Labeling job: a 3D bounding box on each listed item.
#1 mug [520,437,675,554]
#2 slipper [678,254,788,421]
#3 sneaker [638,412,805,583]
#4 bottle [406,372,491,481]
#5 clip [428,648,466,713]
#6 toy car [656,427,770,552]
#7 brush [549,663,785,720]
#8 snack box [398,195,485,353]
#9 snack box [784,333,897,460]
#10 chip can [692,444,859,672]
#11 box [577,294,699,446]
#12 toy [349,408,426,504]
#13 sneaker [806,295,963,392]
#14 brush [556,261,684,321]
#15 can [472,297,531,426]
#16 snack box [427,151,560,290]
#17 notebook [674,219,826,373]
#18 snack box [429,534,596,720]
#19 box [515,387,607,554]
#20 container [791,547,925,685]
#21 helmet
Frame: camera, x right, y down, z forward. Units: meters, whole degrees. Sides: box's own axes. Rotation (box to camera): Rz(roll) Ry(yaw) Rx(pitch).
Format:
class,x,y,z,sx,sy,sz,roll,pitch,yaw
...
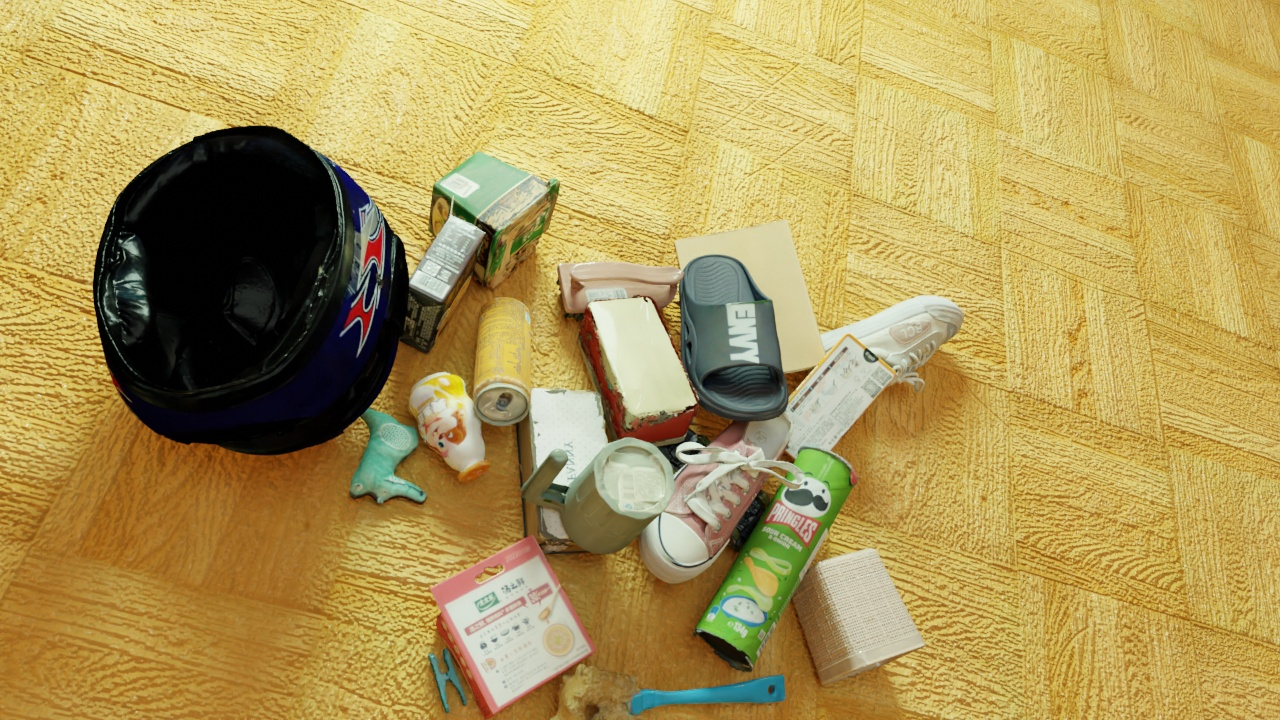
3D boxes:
class,x,y,z,sx,sy,sz,roll,pitch,yaw
mug,-0.041,0.122,0.859,0.124,0.104,0.083,18,58,-13
slipper,0.095,-0.046,1.023,0.110,0.083,0.267,-5,45,-3
sneaker,0.088,0.121,0.934,0.118,0.088,0.240,42,56,6
bottle,-0.190,0.067,0.925,0.063,0.063,0.108,-22,72,-29
clip,-0.177,0.292,0.838,0.043,0.014,0.056,-16,69,-28
toy car,0.077,0.138,0.998,0.158,0.042,0.070,47,57,6
brush,0.032,0.326,0.878,0.254,0.046,0.083,3,77,-24
snack box,-0.212,-0.089,0.972,0.053,0.113,0.125,28,57,-5
snack box,0.217,0.049,1.059,0.075,0.026,0.154,41,92,4
chip can,0.142,0.199,0.944,0.072,0.072,0.235,35,66,1
box,-0.006,0.006,0.996,0.091,0.080,0.168,-8,53,-20
toy,-0.249,0.102,0.907,0.096,0.030,0.091,27,61,-14
sneaker,0.321,-0.010,1.137,0.241,0.090,0.090,-17,54,-23
brush,-0.022,-0.085,1.066,0.145,0.073,0.063,-2,63,-23
can,-0.143,-0.002,0.957,0.058,0.058,0.145,10,39,-15
snack box,-0.173,-0.164,1.030,0.105,0.118,0.118,36,54,7
notebook,0.132,-0.073,1.121,0.148,0.008,0.207,-11,65,0
snack box,-0.123,0.249,0.863,0.113,0.044,0.127,-24,74,-28
box,-0.079,0.107,0.950,0.089,0.059,0.184,4,60,-20
container,0.219,0.264,0.955,0.090,0.090,0.110,-9,64,-24
helmet,-0.330,-0.035,0.818,0.247,0.241,0.315,-9,56,-5
